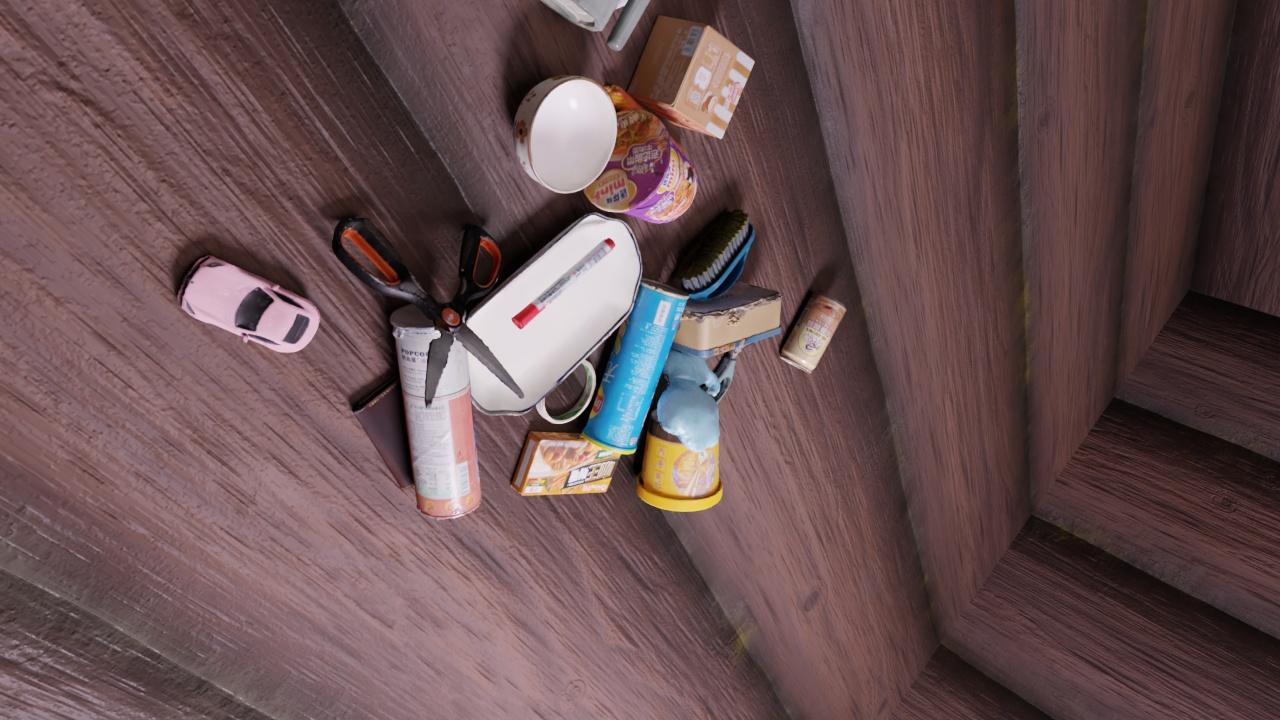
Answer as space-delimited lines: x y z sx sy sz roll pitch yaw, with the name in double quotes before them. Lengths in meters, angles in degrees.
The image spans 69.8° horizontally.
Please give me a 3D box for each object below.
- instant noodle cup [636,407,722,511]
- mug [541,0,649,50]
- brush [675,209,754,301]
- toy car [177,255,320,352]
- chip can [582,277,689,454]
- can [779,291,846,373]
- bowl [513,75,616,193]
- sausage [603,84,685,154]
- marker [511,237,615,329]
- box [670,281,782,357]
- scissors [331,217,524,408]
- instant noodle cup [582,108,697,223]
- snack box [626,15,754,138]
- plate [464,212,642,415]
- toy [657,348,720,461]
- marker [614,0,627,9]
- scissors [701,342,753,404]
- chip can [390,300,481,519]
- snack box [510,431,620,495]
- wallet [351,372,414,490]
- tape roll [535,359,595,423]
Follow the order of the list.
"instant noodle cup" 0.055 0.128 1.247 0.118 0.119 0.114 -14 113 -43
"mug" -0.033 -0.367 0.868 0.124 0.084 0.103 27 94 -49
"brush" 0.101 -0.126 1.172 0.143 0.055 0.073 -53 135 -28
"toy car" -0.328 -0.044 0.779 0.122 0.037 0.056 31 87 -50
"chip can" -0.007 0.007 1.134 0.071 0.071 0.210 6 107 -49
"can" 0.265 -0.043 1.412 0.058 0.058 0.116 27 91 -51
"bowl" -0.084 -0.230 0.913 0.113 0.062 0.114 -26 131 -35
"sausage" 0.008 -0.262 1.026 0.165 0.021 0.021 31 88 -52
"marker" -0.081 -0.084 0.984 0.145 0.017 0.017 -44 138 -21
"box" 0.112 -0.058 1.211 0.183 0.090 0.062 -14 116 -41
"scissors" -0.184 -0.057 0.844 0.221 0.022 0.233 35 42 -22
"instant noodle cup" 0.006 -0.202 0.999 0.099 0.112 0.111 16 100 -58
"snack box" 0.055 -0.309 1.005 0.094 0.077 0.093 15 101 -50
"plate" -0.103 -0.055 1.020 0.265 0.034 0.162 -45 139 -19
"toy" 0.064 0.052 1.172 0.050 0.156 0.161 -37 161 33
"marker" -0.011 -0.377 0.939 0.130 0.018 0.023 -35 143 -28
"scissors" 0.108 -0.010 1.292 0.176 0.019 0.172 -53 140 -8
"chip can" -0.202 0.052 0.921 0.071 0.071 0.215 -22 122 -39
"snack box" -0.089 0.129 1.153 0.153 0.026 0.075 7 107 -50
"wallet" -0.237 0.065 0.959 0.096 0.020 0.122 -44 137 -28
"tape roll" -0.090 0.035 1.105 0.085 0.014 0.086 -25 129 -36
